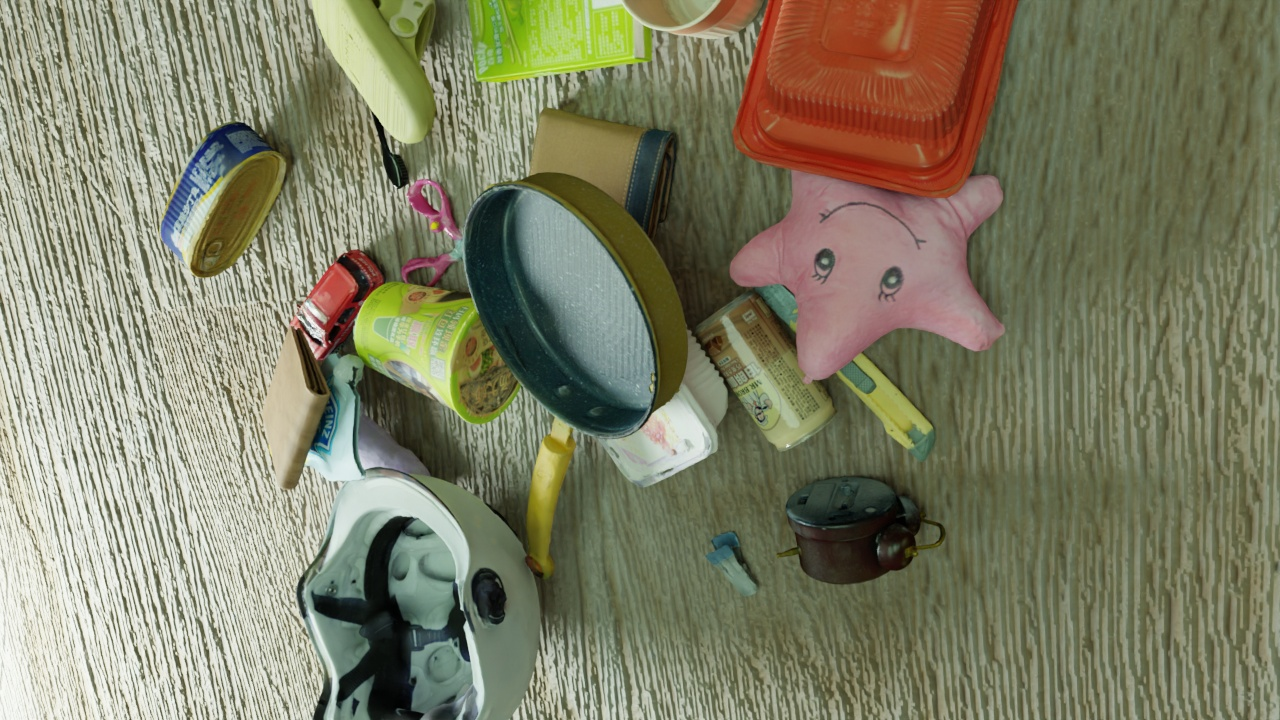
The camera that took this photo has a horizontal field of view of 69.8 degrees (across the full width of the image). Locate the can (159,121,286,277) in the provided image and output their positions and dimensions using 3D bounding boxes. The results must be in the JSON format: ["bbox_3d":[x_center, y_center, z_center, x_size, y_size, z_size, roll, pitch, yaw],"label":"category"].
[{"bbox_3d":[-0.385,-0.146,0.843,0.049,0.074,0.148,43,115,9],"label":"can"}]

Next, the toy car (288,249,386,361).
[{"bbox_3d":[-0.285,-0.049,0.846,0.053,0.045,0.121,46,117,6],"label":"toy car"}]

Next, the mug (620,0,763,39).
[{"bbox_3d":[0.046,-0.277,0.622,0.081,0.105,0.115,38,114,8],"label":"mug"}]

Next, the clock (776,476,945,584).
[{"bbox_3d":[0.167,0.128,0.695,0.122,0.081,0.055,-4,106,23],"label":"clock"}]

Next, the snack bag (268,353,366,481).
[{"bbox_3d":[-0.292,0.054,0.830,0.191,0.038,0.110,-9,74,51],"label":"snack bag"}]

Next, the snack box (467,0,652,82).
[{"bbox_3d":[-0.064,-0.263,0.697,0.157,0.026,0.086,3,104,33],"label":"snack box"}]

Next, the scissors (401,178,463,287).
[{"bbox_3d":[-0.162,-0.094,0.803,0.133,0.017,0.131,45,113,1],"label":"scissors"}]

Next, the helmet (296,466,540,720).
[{"bbox_3d":[-0.177,0.221,0.814,0.230,0.145,0.258,-13,80,35],"label":"helmet"}]

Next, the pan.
[{"bbox_3d":[-0.062,0.032,0.692,0.198,0.078,0.358,32,139,32],"label":"pan"}]

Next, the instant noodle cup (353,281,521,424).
[{"bbox_3d":[-0.173,-0.016,0.782,0.123,0.111,0.112,16,109,24],"label":"instant noodle cup"}]

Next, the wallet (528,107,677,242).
[{"bbox_3d":[-0.033,-0.147,0.729,0.115,0.033,0.090,16,106,18],"label":"wallet"}]

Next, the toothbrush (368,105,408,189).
[{"bbox_3d":[-0.235,-0.240,0.795,0.014,0.017,0.189,-15,95,23],"label":"toothbrush"}]

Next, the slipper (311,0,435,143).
[{"bbox_3d":[-0.204,-0.263,0.744,0.190,0.081,0.092,59,151,12],"label":"slipper"}]

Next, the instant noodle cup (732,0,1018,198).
[{"bbox_3d":[0.154,-0.213,0.595,0.165,0.079,0.189,14,90,15],"label":"instant noodle cup"}]

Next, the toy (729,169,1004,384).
[{"bbox_3d":[0.162,-0.061,0.646,0.195,0.074,0.178,23,95,17],"label":"toy"}]

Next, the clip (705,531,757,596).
[{"bbox_3d":[0.080,0.176,0.776,0.027,0.045,0.058,-27,103,22],"label":"clip"}]

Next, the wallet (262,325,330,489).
[{"bbox_3d":[-0.307,0.039,0.807,0.115,0.020,0.101,51,122,45],"label":"wallet"}]

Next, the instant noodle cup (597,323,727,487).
[{"bbox_3d":[-0.004,0.004,0.721,0.173,0.060,0.138,56,146,2],"label":"instant noodle cup"}]

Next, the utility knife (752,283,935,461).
[{"bbox_3d":[0.158,0.003,0.705,0.188,0.020,0.031,47,109,9],"label":"utility knife"}]

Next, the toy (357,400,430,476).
[{"bbox_3d":[-0.247,0.099,0.872,0.108,0.038,0.084,37,117,2],"label":"toy"}]

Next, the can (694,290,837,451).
[{"bbox_3d":[0.096,0.008,0.703,0.059,0.058,0.116,-35,89,25],"label":"can"}]
